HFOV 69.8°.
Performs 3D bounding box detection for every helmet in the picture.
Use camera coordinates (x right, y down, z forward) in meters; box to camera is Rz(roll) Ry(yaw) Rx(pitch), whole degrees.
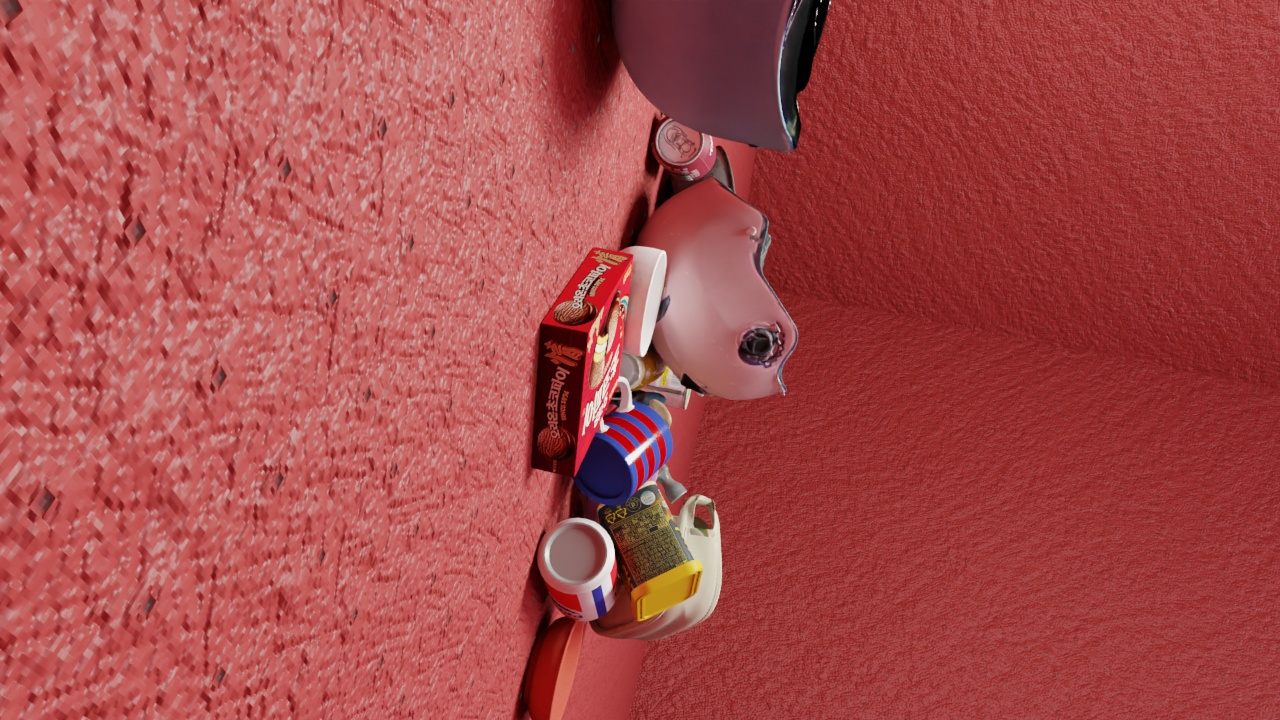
[{"bbox_3d":[0.074,-0.063,1.007,0.229,0.152,0.256,-115,-175,-60],"label":"helmet"},{"bbox_3d":[0.068,-0.283,0.671,0.264,0.167,0.226,-66,168,-52],"label":"helmet"}]

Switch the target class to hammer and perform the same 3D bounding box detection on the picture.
[{"bbox_3d":[0.015,0.097,1.077,0.030,0.119,0.331,-37,168,-8],"label":"hammer"}]

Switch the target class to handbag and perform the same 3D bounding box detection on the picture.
[{"bbox_3d":[-0.002,0.263,1.160,0.230,0.131,0.184,-16,-113,58],"label":"handbag"}]

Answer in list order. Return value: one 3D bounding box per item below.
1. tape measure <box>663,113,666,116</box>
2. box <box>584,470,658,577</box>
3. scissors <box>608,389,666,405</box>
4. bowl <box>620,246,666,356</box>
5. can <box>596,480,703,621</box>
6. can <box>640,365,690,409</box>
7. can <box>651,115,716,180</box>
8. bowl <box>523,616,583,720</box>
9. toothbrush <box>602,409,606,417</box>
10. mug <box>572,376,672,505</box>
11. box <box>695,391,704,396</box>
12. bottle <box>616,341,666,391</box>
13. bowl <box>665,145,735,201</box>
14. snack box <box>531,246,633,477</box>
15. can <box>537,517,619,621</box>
[{"bbox_3d":[0.037,-0.299,0.999,0.059,0.019,0.051,56,47,-80],"label":"tape measure"},{"bbox_3d":[-0.040,0.158,1.049,0.092,0.089,0.215,53,-34,35],"label":"box"},{"bbox_3d":[-0.011,0.043,1.045,0.150,0.121,0.019,3,85,-42],"label":"scissors"},{"bbox_3d":[-0.012,-0.059,0.876,0.105,0.054,0.105,16,88,-84],"label":"bowl"},{"bbox_3d":[0.007,0.195,0.934,0.131,0.072,0.101,89,-25,-64],"label":"can"},{"bbox_3d":[0.031,0.028,1.257,0.067,0.076,0.067,13,88,-83],"label":"can"},{"bbox_3d":[0.049,-0.237,1.020,0.114,0.063,0.063,-33,135,-80],"label":"can"},{"bbox_3d":[-0.091,0.318,0.941,0.122,0.035,0.122,13,88,-83],"label":"bowl"},{"bbox_3d":[-0.048,0.070,0.940,0.016,0.021,0.135,-86,-176,-50],"label":"toothbrush"},{"bbox_3d":[-0.023,0.073,0.883,0.076,0.075,0.112,-38,122,-49],"label":"mug"},{"bbox_3d":[0.077,-0.068,1.308,0.156,0.058,0.201,-56,-143,39],"label":"box"},{"bbox_3d":[-0.006,0.006,1.020,0.186,0.053,0.053,-24,125,-81],"label":"bottle"},{"bbox_3d":[0.070,-0.193,1.149,0.145,0.067,0.145,173,-89,-83],"label":"bowl"},{"bbox_3d":[-0.047,-0.003,0.765,0.151,0.036,0.133,-66,166,-59],"label":"snack box"},{"bbox_3d":[-0.057,0.203,0.880,0.132,0.070,0.070,88,16,-62],"label":"can"}]
